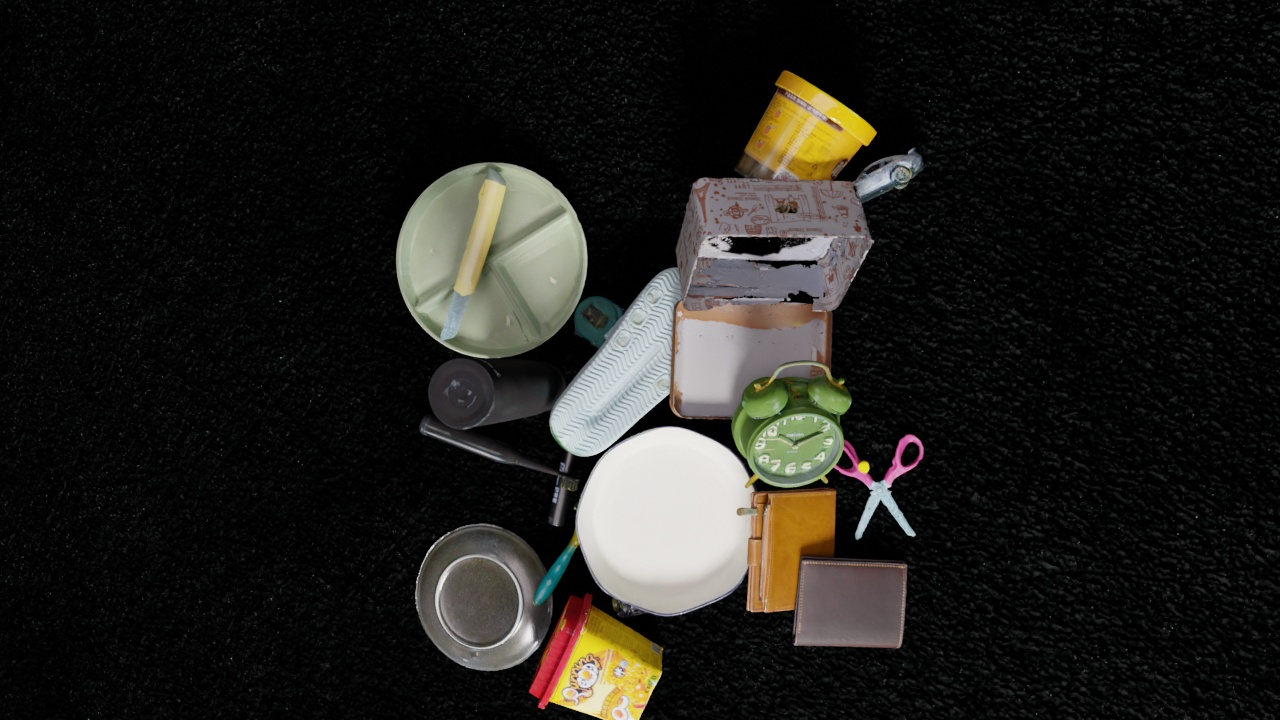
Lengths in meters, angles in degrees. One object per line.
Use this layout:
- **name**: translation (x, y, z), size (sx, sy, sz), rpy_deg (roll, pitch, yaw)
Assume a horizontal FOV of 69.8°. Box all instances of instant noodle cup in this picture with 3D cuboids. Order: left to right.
- **instant noodle cup**: translation (-0.046, 0.344, 1.036), size (0.123, 0.116, 0.116), rpy_deg (25, 95, 0)
- **instant noodle cup**: translation (0.169, -0.227, 0.978), size (0.118, 0.118, 0.114), rpy_deg (36, 105, 10)

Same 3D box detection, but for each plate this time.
- **plate**: translation (-0.193, 0.288, 1.107), size (0.179, 0.024, 0.179), rpy_deg (0, 91, 12)
- **plate**: translation (-0.175, -0.117, 1.086), size (0.230, 0.027, 0.230), rpy_deg (0, 93, 6)
- **plate**: translation (0.032, 0.178, 1.026), size (0.205, 0.045, 0.204), rpy_deg (0, 85, 0)

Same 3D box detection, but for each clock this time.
- **clock**: translation (0.159, 0.065, 0.964), size (0.116, 0.056, 0.161), rpy_deg (-4, 124, -6)

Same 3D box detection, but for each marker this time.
- **marker**: translation (-0.086, 0.131, 1.085), size (0.022, 0.020, 0.132), rpy_deg (12, 92, -17)

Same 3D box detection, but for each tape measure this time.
- **tape measure**: translation (-0.050, -0.047, 1.072), size (0.054, 0.025, 0.058), rpy_deg (34, 97, 10)

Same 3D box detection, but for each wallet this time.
- **wallet**: translation (0.161, 0.205, 0.995), size (0.119, 0.035, 0.130), rpy_deg (2, 92, -22)
- **wallet**: translation (0.227, 0.262, 0.991), size (0.122, 0.020, 0.096), rpy_deg (4, 90, -10)

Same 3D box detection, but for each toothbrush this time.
- **toothbrush**: translation (-0.167, 0.110, 1.091), size (0.213, 0.026, 0.027), rpy_deg (19, 101, 16)

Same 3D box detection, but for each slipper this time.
- **slipper**: translation (-0.006, 0.006, 1.034), size (0.104, 0.074, 0.245), rpy_deg (42, 82, -5)

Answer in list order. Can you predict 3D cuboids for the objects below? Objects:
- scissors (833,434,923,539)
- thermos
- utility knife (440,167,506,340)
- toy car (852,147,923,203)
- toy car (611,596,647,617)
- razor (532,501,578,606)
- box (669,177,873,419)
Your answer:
- **scissors**: translation (0.267, 0.134, 1.007), size (0.131, 0.017, 0.133), rpy_deg (-36, 87, 8)
- **thermos**: translation (-0.154, 0.028, 0.984), size (0.090, 0.242, 0.068), rpy_deg (23, 94, 11)
- **utility knife**: translation (-0.195, -0.121, 1.064), size (0.031, 0.021, 0.208), rpy_deg (18, 88, 6)
- **toy car**: translation (0.246, -0.189, 0.988), size (0.121, 0.054, 0.037), rpy_deg (-28, 87, 13)
- **toy car**: translation (-0.016, 0.242, 1.062), size (0.049, 0.031, 0.106), rpy_deg (-18, 87, 8)
- **razor**: translation (-0.089, 0.231, 1.080), size (0.043, 0.028, 0.132), rpy_deg (31, 93, 4)
- **box**: translation (0.127, -0.064, 0.972), size (0.179, 0.132, 0.272), rpy_deg (1, 119, -9)
